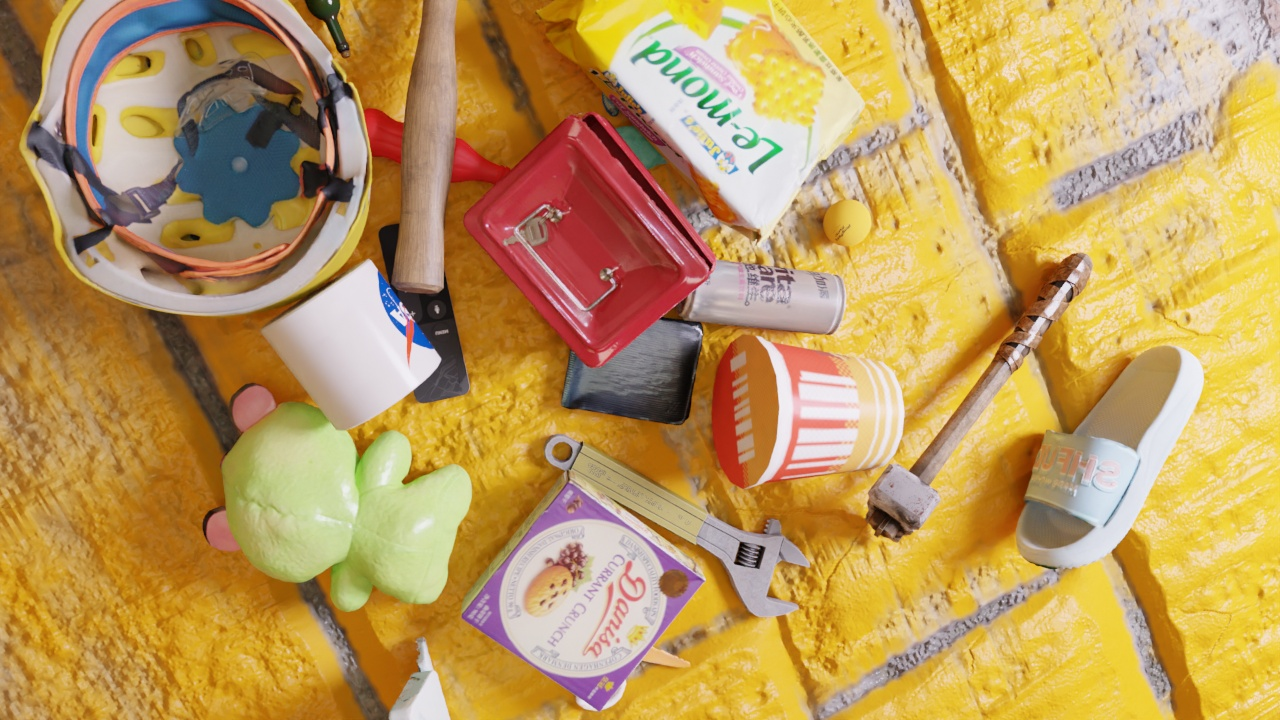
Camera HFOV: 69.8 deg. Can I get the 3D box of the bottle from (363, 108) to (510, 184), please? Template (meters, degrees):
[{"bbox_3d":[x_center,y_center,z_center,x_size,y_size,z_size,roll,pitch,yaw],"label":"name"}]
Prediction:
[{"bbox_3d":[-0.161,-0.162,0.719,0.119,0.036,0.036,17,92,-13],"label":"bottle"}]

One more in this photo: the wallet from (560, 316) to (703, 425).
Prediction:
[{"bbox_3d":[-0.005,0.005,0.773,0.115,0.026,0.089,8,96,-12],"label":"wallet"}]

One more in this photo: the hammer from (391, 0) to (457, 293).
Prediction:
[{"bbox_3d":[-0.150,-0.202,0.689,0.132,0.040,0.305,4,84,-12],"label":"hammer"}]

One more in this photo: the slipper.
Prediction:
[{"bbox_3d":[0.410,0.079,0.827,0.074,0.104,0.245,39,81,-10],"label":"slipper"}]

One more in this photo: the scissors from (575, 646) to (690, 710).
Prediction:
[{"bbox_3d":[-0.016,0.258,0.804,0.125,0.011,0.128,19,93,-11],"label":"scissors"}]

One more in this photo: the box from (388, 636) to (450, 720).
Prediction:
[{"bbox_3d":[-0.150,0.331,0.721,0.041,0.134,0.197,-12,98,0],"label":"box"}]

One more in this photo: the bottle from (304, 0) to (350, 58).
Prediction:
[{"bbox_3d":[-0.245,-0.281,0.696,0.025,0.025,0.106,-23,100,-8],"label":"bottle"}]

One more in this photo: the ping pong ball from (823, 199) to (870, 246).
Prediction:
[{"bbox_3d":[0.177,-0.118,0.788,0.040,0.040,0.040,-1,96,-11],"label":"ping pong ball"}]

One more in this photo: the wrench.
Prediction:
[{"bbox_3d":[0.033,0.140,0.797,0.273,0.018,0.083,30,90,-12],"label":"wrench"}]

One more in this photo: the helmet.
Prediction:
[{"bbox_3d":[-0.294,-0.141,0.647,0.209,0.140,0.240,-14,86,-9],"label":"helmet"}]

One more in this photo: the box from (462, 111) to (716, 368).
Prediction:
[{"bbox_3d":[-0.034,-0.092,0.697,0.129,0.092,0.157,-38,98,12],"label":"box"}]

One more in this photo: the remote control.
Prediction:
[{"bbox_3d":[-0.175,-0.039,0.743,0.045,0.008,0.147,-12,98,-10],"label":"remote control"}]

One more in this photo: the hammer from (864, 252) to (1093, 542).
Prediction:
[{"bbox_3d":[0.301,0.029,0.808,0.049,0.121,0.318,37,78,19],"label":"hammer"}]

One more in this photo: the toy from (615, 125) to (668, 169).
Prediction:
[{"bbox_3d":[-0.013,-0.145,0.753,0.085,0.033,0.105,26,87,-21],"label":"toy"}]

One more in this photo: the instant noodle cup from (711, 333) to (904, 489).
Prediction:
[{"bbox_3d":[0.140,0.043,0.763,0.121,0.123,0.123,3,95,-19],"label":"instant noodle cup"}]

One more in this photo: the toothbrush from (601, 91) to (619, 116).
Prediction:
[{"bbox_3d":[-0.046,-0.262,0.741,0.021,0.017,0.135,-25,100,-10],"label":"toothbrush"}]

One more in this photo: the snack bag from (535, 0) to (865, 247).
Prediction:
[{"bbox_3d":[0.054,-0.226,0.728,0.247,0.068,0.159,45,74,-13],"label":"snack bag"}]

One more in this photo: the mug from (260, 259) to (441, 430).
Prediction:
[{"bbox_3d":[-0.213,-0.013,0.680,0.091,0.121,0.090,-36,107,-11],"label":"mug"}]

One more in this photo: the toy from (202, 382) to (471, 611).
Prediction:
[{"bbox_3d":[-0.231,0.116,0.704,0.196,0.107,0.150,17,94,-21],"label":"toy"}]

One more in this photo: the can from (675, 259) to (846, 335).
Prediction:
[{"bbox_3d":[0.100,-0.054,0.773,0.135,0.054,0.054,5,95,-11],"label":"can"}]

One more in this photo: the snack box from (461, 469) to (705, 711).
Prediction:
[{"bbox_3d":[-0.047,0.190,0.761,0.148,0.040,0.143,37,93,-11],"label":"snack box"}]
